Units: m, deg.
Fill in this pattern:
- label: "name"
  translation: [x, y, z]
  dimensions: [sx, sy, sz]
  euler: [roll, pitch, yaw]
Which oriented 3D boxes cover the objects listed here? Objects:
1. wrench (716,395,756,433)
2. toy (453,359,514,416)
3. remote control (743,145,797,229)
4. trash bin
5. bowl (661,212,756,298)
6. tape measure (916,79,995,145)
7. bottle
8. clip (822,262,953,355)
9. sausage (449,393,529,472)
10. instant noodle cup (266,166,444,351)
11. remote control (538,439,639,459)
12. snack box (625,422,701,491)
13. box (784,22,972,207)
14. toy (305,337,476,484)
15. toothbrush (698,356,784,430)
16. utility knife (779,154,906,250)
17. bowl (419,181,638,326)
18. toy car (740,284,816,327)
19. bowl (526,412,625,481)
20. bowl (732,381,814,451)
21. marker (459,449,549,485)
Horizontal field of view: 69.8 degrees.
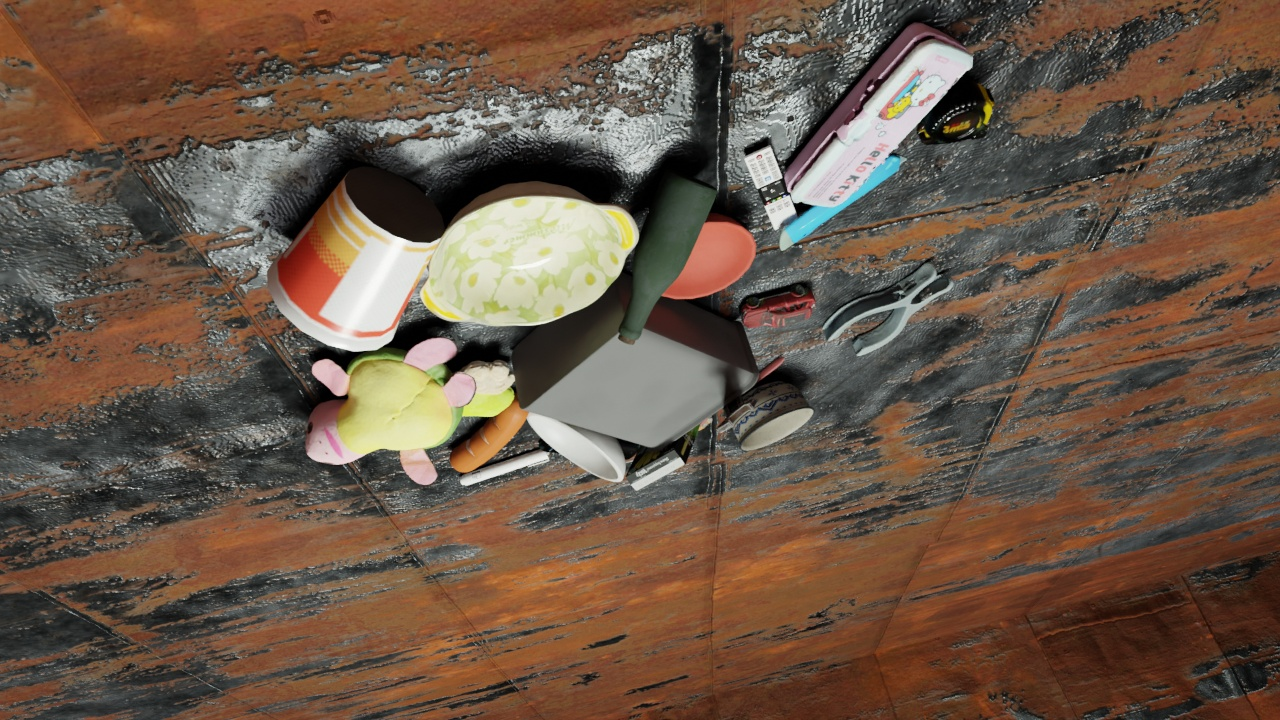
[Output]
- label: "wrench"
  translation: [0.114, 0.053, 1.128]
  dimensions: [0.070, 0.010, 0.273]
  euler: [-38, -179, 5]
- label: "toy"
  translation: [-0.190, 0.032, 1.085]
  dimensions: [0.092, 0.046, 0.115]
  euler: [4, 148, -23]
- label: "remote control"
  translation: [0.134, -0.176, 0.936]
  dimensions: [0.028, 0.011, 0.124]
  euler: [-23, 147, 11]
- label: "trash bin"
  translation: [-0.006, 0.006, 1.079]
  dimensions: [0.219, 0.097, 0.192]
  euler: [21, 133, -41]
- label: "bowl"
  translation: [0.059, -0.117, 0.974]
  dimensions: [0.122, 0.035, 0.122]
  euler: [-11, 147, -7]
- label: "tape measure"
  translation: [0.303, -0.241, 0.888]
  dimensions: [0.067, 0.038, 0.063]
  euler: [-11, 156, -1]
- label: "bottle"
  translation: [0.017, -0.096, 0.897]
  dimensions: [0.055, 0.055, 0.174]
  euler: [12, 108, -36]
- label: "clip"
  translation: [0.294, -0.070, 1.150]
  dimensions: [0.143, 0.029, 0.172]
  euler: [10, 139, -36]
- label: "sausage"
  translation: [-0.193, 0.096, 1.188]
  dimensions: [0.044, 0.039, 0.165]
  euler: [30, 129, -23]
- label: "instant noodle cup"
  translation: [-0.246, -0.095, 0.815]
  dimensions: [0.123, 0.123, 0.121]
  euler: [16, 128, -39]
- label: "remote control"
  translation: [-0.070, 0.123, 1.298]
  dimensions: [0.151, 0.020, 0.041]
  euler: [10, 141, -34]
- label: "snack box"
  translation: [0.035, 0.111, 1.224]
  dimensions: [0.080, 0.147, 0.025]
  euler: [-32, 102, 24]
- label: "box"
  translation: [0.223, -0.222, 0.872]
  dimensions: [0.086, 0.044, 0.203]
  euler: [7, 140, -35]
- label: "toy"
  translation: [-0.285, 0.054, 1.038]
  dimensions: [0.239, 0.087, 0.190]
  euler: [-31, 116, 23]
- label: "toothbrush"
  translation: [0.134, 0.047, 1.273]
  dimensions: [0.015, 0.015, 0.185]
  euler: [14, 137, -42]
- label: "utility knife"
  translation: [0.210, -0.169, 0.967]
  dimensions: [0.158, 0.015, 0.031]
  euler: [-33, 141, 13]
- label: "bowl"
  translation: [-0.112, -0.112, 0.889]
  dimensions: [0.219, 0.060, 0.188]
  euler: [-21, 148, 10]
- label: "toy car"
  translation: [0.165, -0.061, 1.105]
  dimensions: [0.091, 0.036, 0.042]
  euler: [-10, 148, 2]
- label: "bowl"
  translation: [-0.075, 0.097, 1.186]
  dimensions: [0.043, 0.150, 0.150]
  euler: [-55, 153, -20]
- label: "bowl"
  translation: [0.176, 0.071, 1.273]
  dimensions: [0.115, 0.059, 0.116]
  euler: [-22, 157, -10]
- label: "marker"
  translation: [-0.191, 0.152, 1.291]
  dimensions: [0.133, 0.020, 0.017]
  euler: [-19, 170, 6]
